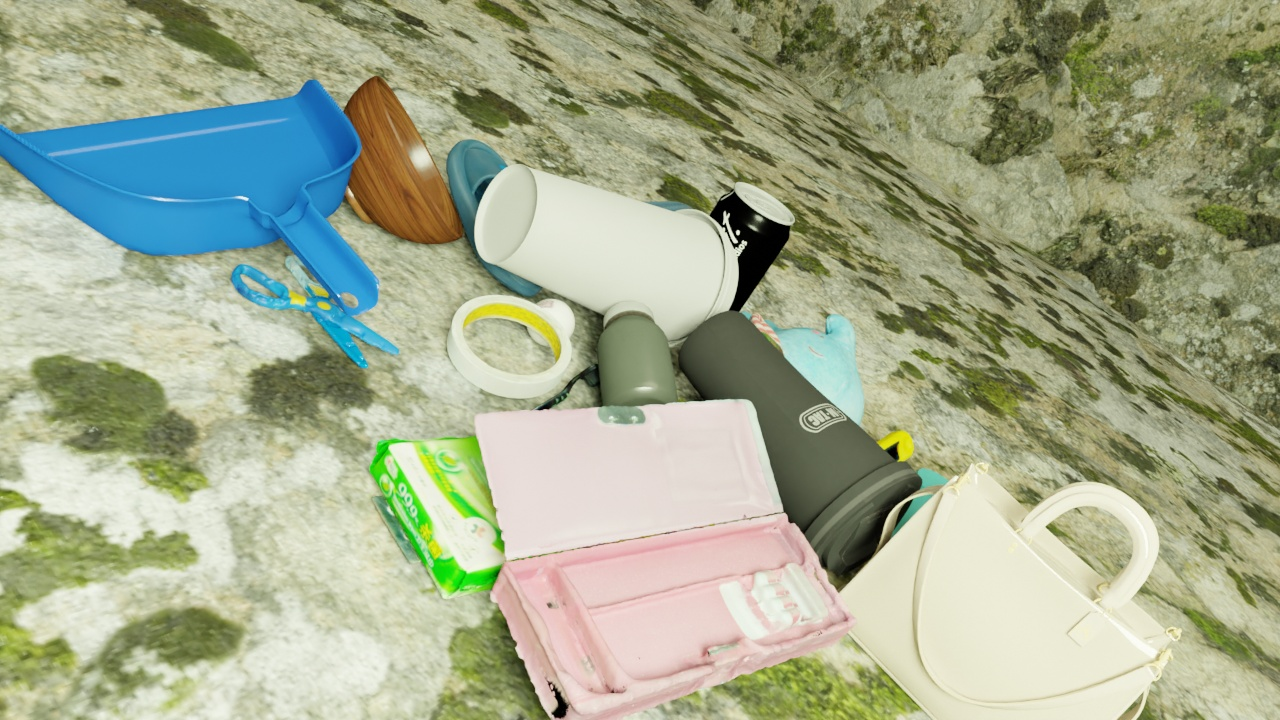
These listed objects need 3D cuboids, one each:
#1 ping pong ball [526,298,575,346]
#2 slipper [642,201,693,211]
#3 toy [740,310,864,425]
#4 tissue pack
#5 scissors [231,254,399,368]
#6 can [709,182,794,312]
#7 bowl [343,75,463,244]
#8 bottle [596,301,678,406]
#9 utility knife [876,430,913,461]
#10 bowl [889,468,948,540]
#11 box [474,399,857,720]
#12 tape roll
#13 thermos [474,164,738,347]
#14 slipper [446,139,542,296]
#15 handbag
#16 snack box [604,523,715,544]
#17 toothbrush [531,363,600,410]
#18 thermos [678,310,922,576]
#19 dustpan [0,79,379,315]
[{"bbox_3d":[-0.075,-0.031,0.764,0.040,0.040,0.040,25,28,-14],"label":"ping pong ball"},{"bbox_3d":[-0.003,-0.122,0.978,0.213,0.059,0.103,-15,60,-40],"label":"slipper"},{"bbox_3d":[0.160,0.005,0.886,0.183,0.115,0.180,46,16,-20],"label":"toy"},{"bbox_3d":[-0.099,0.089,0.546,0.099,0.034,0.114,-1,43,-50],"label":"tissue pack"},{"bbox_3d":[-0.220,-0.037,0.654,0.132,0.020,0.096,31,30,-1],"label":"scissors"},{"bbox_3d":[0.088,-0.101,0.938,0.080,0.146,0.080,25,28,-14],"label":"can"},{"bbox_3d":[-0.215,-0.156,0.772,0.147,0.069,0.147,64,0,-1],"label":"bowl"},{"bbox_3d":[-0.004,0.004,0.740,0.060,0.060,0.108,18,41,-26],"label":"bottle"},{"bbox_3d":[0.194,0.102,0.822,0.185,0.020,0.029,-21,92,-44],"label":"utility knife"},{"bbox_3d":[0.261,0.134,0.839,0.121,0.046,0.121,25,28,-14],"label":"bowl"},{"bbox_3d":[0.015,0.110,0.550,0.232,0.051,0.180,1,56,-41],"label":"box"},{"bbox_3d":[-0.100,-0.012,0.703,0.094,0.019,0.093,15,42,-14],"label":"tape roll"},{"bbox_3d":[-0.028,-0.093,0.794,0.221,0.132,0.131,16,31,-43],"label":"thermos"},{"bbox_3d":[-0.128,-0.143,0.851,0.103,0.059,0.213,38,23,-40],"label":"slipper"},{"bbox_3d":[0.257,0.159,0.622,0.194,0.198,0.101,44,29,22],"label":"handbag"},{"bbox_3d":[0.014,0.119,0.609,0.075,0.025,0.152,23,33,-17],"label":"snack box"},{"bbox_3d":[-0.068,0.034,0.693,0.017,0.014,0.187,44,28,6],"label":"toothbrush"},{"bbox_3d":[0.120,0.057,0.741,0.105,0.106,0.218,-1,44,-47],"label":"thermos"},{"bbox_3d":[-0.272,-0.112,0.639,0.257,0.060,0.244,47,43,16],"label":"dustpan"}]
